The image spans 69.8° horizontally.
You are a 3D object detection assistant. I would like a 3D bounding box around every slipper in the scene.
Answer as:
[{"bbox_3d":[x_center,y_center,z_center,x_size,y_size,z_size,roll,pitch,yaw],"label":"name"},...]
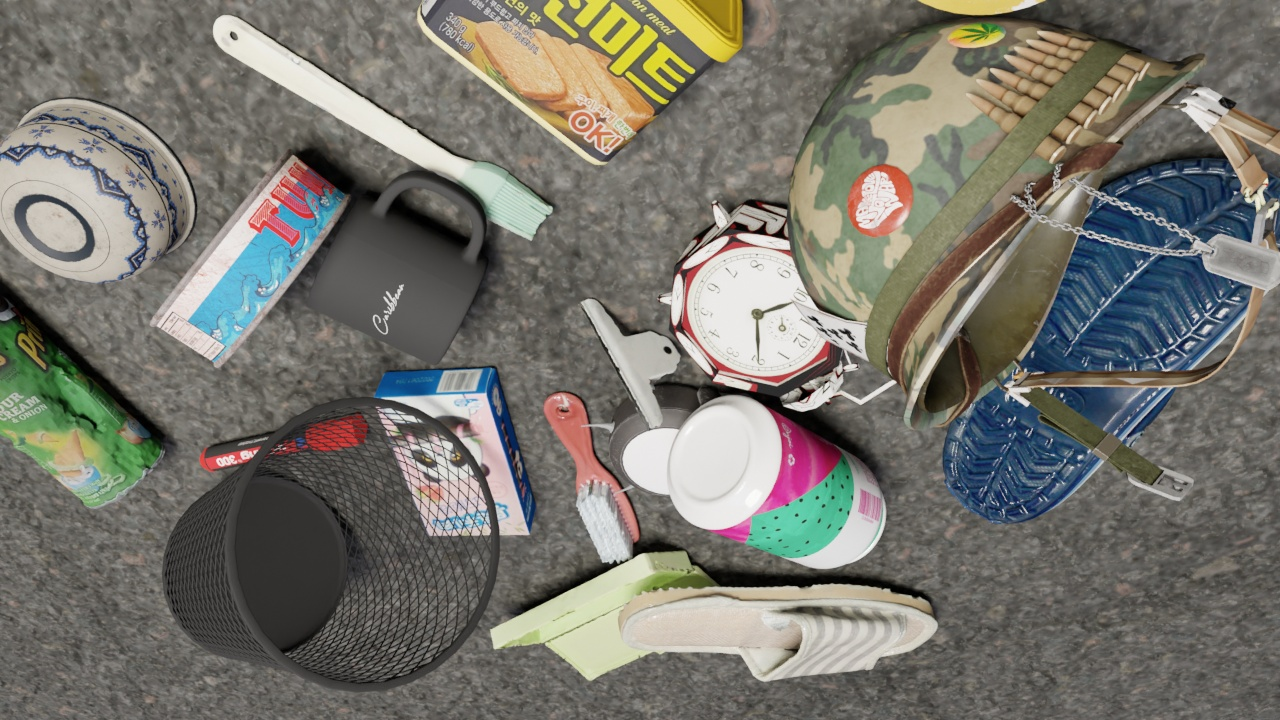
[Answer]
[{"bbox_3d":[0.279,-0.009,0.561,0.095,0.105,0.253,0,128,-51],"label":"slipper"},{"bbox_3d":[0.116,0.229,0.769,0.272,0.054,0.115,4,142,-8],"label":"slipper"}]

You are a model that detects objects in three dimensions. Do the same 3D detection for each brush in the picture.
[{"bbox_3d":[-0.039,0.097,0.717,0.041,0.030,0.172,-10,127,13],"label":"brush"},{"bbox_3d":[-0.152,-0.139,0.551,0.217,0.012,0.033,30,126,-16],"label":"brush"}]

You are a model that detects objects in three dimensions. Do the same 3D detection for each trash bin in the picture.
[{"bbox_3d":[-0.236,0.138,0.659,0.184,0.183,0.211,42,142,-25],"label":"trash bin"}]

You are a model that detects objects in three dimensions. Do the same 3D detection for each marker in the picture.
[{"bbox_3d":[-0.284,0.067,0.724,0.145,0.023,0.021,-12,164,16],"label":"marker"}]

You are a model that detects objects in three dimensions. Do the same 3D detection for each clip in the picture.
[{"bbox_3d":[-0.004,0.004,0.626,0.041,0.101,0.054,-40,159,34],"label":"clip"}]

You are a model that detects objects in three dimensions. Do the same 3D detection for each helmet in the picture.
[{"bbox_3d":[0.183,-0.055,0.434,0.236,0.223,0.193,23,143,14],"label":"helmet"}]

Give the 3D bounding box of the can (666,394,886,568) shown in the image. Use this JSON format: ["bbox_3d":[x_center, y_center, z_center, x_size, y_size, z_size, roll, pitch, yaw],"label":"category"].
[{"bbox_3d":[0.097,0.088,0.630,0.088,0.088,0.165,-33,141,28],"label":"can"}]

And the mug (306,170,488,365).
[{"bbox_3d":[-0.143,-0.063,0.571,0.088,0.078,0.114,27,117,-15],"label":"mug"}]

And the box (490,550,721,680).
[{"bbox_3d":[-0.023,0.223,0.811,0.188,0.048,0.140,-34,130,29],"label":"box"}]

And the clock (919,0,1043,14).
[{"bbox_3d":[0.167,-0.234,0.392,0.117,0.081,0.159,37,133,-9],"label":"clock"}]

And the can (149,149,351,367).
[{"bbox_3d":[-0.230,-0.061,0.545,0.044,0.129,0.130,38,123,-23],"label":"can"}]

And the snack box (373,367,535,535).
[{"bbox_3d":[-0.139,0.074,0.708,0.088,0.033,0.154,-3,129,9],"label":"snack box"}]

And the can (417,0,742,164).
[{"bbox_3d":[-0.030,-0.177,0.460,0.130,0.072,0.101,34,130,-26],"label":"can"}]

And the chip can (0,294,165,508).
[{"bbox_3d":[-0.453,0.015,0.668,0.076,0.075,0.223,-19,124,20],"label":"chip can"}]

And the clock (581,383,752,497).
[{"bbox_3d":[0.027,0.061,0.671,0.123,0.043,0.091,-12,127,15],"label":"clock"}]

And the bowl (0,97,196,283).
[{"bbox_3d":[-0.350,-0.098,0.574,0.115,0.059,0.116,3,129,4],"label":"bowl"}]

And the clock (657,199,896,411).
[{"bbox_3d":[0.096,-0.032,0.573,0.154,0.064,0.115,31,126,1],"label":"clock"}]
